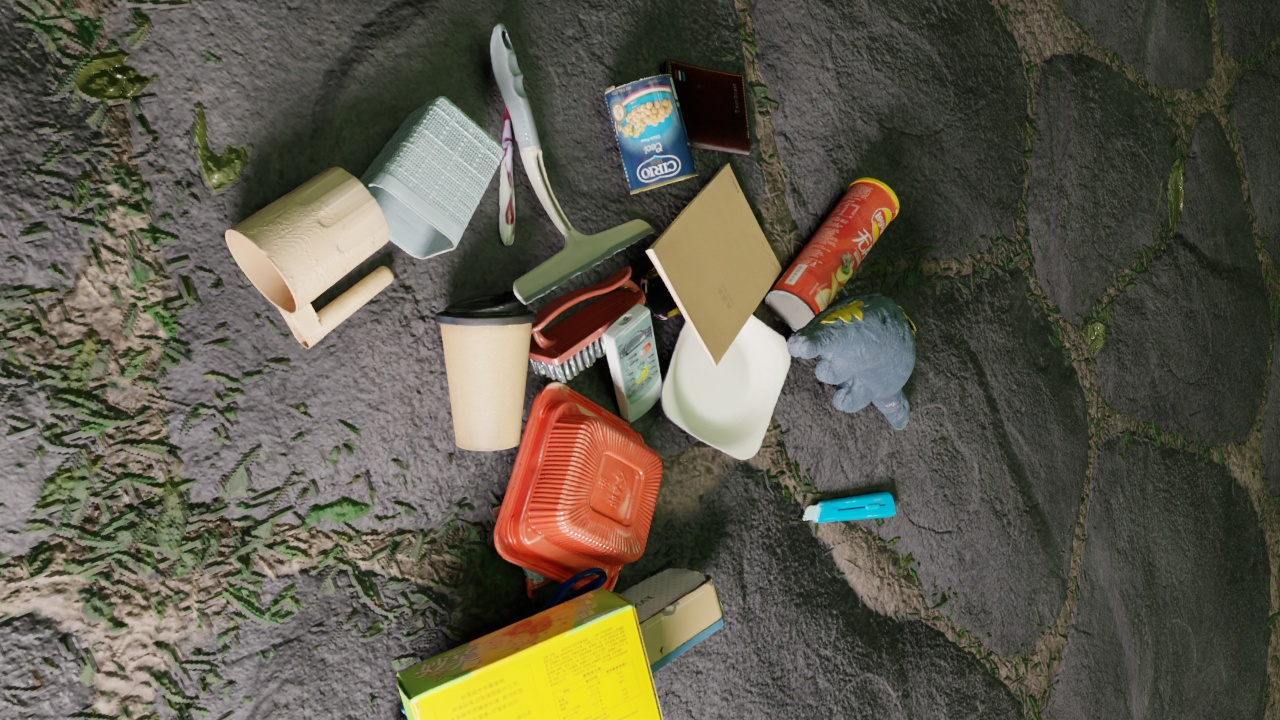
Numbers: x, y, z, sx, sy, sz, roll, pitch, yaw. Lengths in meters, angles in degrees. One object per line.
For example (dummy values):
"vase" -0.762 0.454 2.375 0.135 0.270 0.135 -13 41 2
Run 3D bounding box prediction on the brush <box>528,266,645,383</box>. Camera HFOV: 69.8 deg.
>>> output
"brush" -0.052 -0.041 0.934 0.145 0.063 0.069 -35 122 -32

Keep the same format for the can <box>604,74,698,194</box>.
"can" 0.011 -0.240 0.972 0.075 0.075 0.111 -23 102 -33

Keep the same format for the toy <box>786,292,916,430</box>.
"toy" 0.274 -0.007 1.114 0.356 0.091 0.137 34 79 -52

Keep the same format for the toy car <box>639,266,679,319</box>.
"toy car" 0.042 -0.093 1.015 0.122 0.037 0.056 -41 110 -32

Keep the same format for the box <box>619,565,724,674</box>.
"box" -0.004 0.281 0.951 0.183 0.090 0.059 -25 104 -30

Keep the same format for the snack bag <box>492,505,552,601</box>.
"snack bag" -0.111 0.185 0.913 0.045 0.026 0.105 -26 103 -31

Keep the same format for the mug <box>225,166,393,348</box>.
"mug" -0.270 -0.087 0.778 0.103 0.084 0.125 -45 138 -29

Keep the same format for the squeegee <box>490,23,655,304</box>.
"squeegee" -0.101 -0.203 0.899 0.245 0.039 0.246 -38 111 -52

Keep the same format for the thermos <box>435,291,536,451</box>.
"thermos" -0.143 0.008 0.859 0.092 0.093 0.143 -7 101 -35

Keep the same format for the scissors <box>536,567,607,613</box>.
"scissors" -0.100 0.249 0.884 0.169 0.012 0.147 3 126 -36

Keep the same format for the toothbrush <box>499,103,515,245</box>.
"toothbrush" -0.129 -0.207 0.908 0.016 0.017 0.187 1 88 -39

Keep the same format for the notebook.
"notebook" 0.089 -0.111 1.026 0.149 0.012 0.210 59 42 -20

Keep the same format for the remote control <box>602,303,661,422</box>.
"remote control" -0.006 0.006 0.952 0.056 0.019 0.135 -42 144 -27

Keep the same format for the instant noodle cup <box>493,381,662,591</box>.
"instant noodle cup" -0.048 0.128 0.914 0.164 0.079 0.188 33 60 -37

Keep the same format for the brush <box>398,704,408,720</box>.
"brush" -0.163 0.352 0.856 0.144 0.055 0.073 42 69 -26

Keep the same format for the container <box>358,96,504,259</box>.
"container" -0.189 -0.165 0.824 0.090 0.090 0.111 38 66 -29

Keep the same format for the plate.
"plate" 0.092 0.018 1.052 0.164 0.034 0.163 32 72 -31

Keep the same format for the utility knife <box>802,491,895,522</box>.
"utility knife" 0.270 0.192 1.187 0.166 0.018 0.034 0 90 -34

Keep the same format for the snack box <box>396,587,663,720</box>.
"snack box" -0.091 0.316 0.814 0.209 0.070 0.158 -17 98 -24

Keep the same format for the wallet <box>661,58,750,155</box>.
"wallet" 0.076 -0.289 1.055 0.122 0.020 0.096 -3 91 -37

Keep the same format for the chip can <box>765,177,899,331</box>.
"chip can" 0.239 -0.133 1.134 0.073 0.073 0.216 51 63 -24
